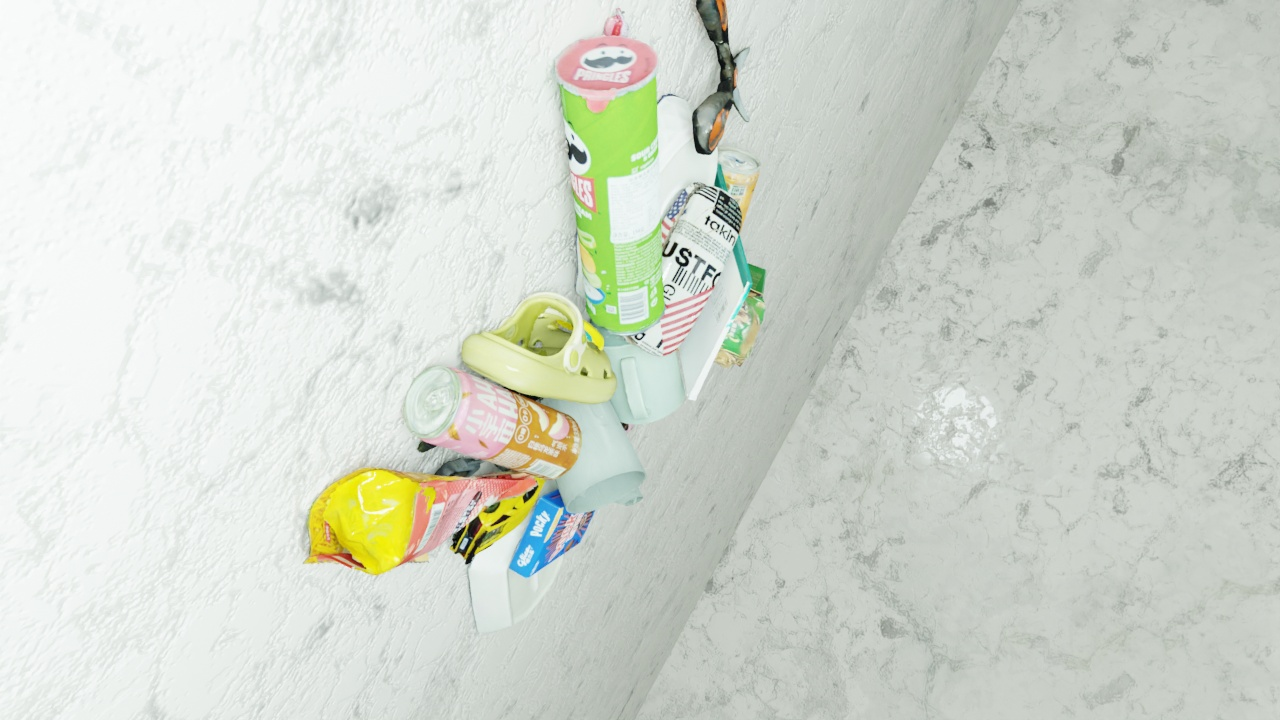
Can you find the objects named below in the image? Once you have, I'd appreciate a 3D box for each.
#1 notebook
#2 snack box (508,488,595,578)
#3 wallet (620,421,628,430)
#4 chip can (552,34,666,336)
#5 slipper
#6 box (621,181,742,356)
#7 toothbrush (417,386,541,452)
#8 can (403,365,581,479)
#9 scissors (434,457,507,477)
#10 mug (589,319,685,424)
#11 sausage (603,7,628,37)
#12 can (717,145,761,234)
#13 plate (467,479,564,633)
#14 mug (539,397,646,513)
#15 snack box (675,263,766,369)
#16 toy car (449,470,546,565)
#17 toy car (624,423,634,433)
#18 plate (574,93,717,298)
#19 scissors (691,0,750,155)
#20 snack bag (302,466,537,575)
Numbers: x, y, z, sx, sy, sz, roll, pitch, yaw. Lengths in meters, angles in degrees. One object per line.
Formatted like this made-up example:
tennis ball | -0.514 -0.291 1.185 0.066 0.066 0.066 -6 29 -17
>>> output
notebook | 0.063 -0.084 0.922 0.208 0.012 0.151 -97 -155 -47
snack box | -0.084 0.174 0.990 0.084 0.026 0.157 -65 166 11
wallet | -0.034 0.025 0.994 0.096 0.020 0.122 -63 148 -9
chip can | -0.018 -0.123 0.704 0.072 0.072 0.236 -50 153 -33
slipper | -0.071 -0.012 0.759 0.081 0.092 0.190 -66 159 7
box | 0.025 -0.088 0.844 0.074 0.079 0.163 26 92 -39
toothbrush | -0.119 0.037 0.804 0.027 0.026 0.212 -32 179 34
can | -0.110 0.051 0.710 0.147 0.058 0.058 28 90 -50
scissors | -0.133 0.083 0.829 0.171 0.014 0.160 -33 166 -44
mug | -0.005 0.005 0.916 0.111 0.082 0.106 -87 165 -58
sausage | -0.030 -0.192 0.702 0.020 0.020 0.156 -42 155 -47
can | 0.088 -0.163 1.029 0.058 0.058 0.146 -43 156 -47
plate | -0.131 0.226 1.056 0.161 0.034 0.266 -49 160 -34
mug | -0.046 0.090 0.912 0.084 0.103 0.124 -31 157 10
snack box | 0.099 -0.073 1.140 0.105 0.118 0.118 -61 169 -48
toy car | -0.127 0.137 0.893 0.155 0.041 0.071 -39 164 -54
toy car | -0.018 0.053 1.105 0.056 0.037 0.122 -56 162 -22
plate | 0.012 -0.142 0.863 0.204 0.045 0.205 -53 162 -25
scissors | 0.080 -0.267 0.836 0.224 0.022 0.220 75 26 -48
snack bag | -0.167 0.124 0.719 0.129 0.073 0.208 -36 167 6
